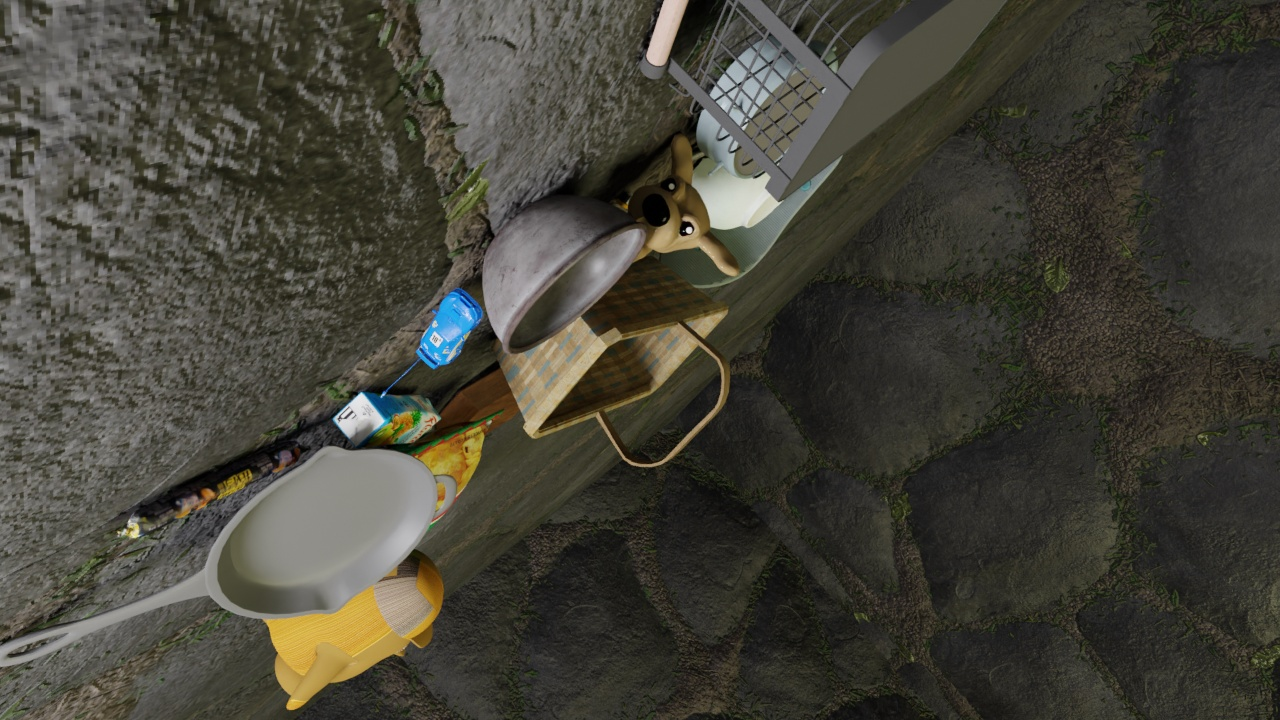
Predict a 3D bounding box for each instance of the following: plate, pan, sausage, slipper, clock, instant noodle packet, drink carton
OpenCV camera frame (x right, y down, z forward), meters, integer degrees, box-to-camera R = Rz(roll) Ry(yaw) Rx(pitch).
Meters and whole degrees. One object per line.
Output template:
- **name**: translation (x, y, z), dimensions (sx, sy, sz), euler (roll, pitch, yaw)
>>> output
- **plate**: translation (-0.168, 0.050, 1.024), dimensions (0.131, 0.025, 0.131), euler (-34, 167, -10)
- **pan**: translation (-0.313, 0.157, 0.734), dimensions (0.353, 0.024, 0.217), euler (-18, 139, -33)
- **sausage**: translation (-0.302, 0.089, 0.661), dimensions (0.020, 0.020, 0.154), euler (-47, 171, 34)
- **slipper**: translation (0.136, -0.176, 1.073), dimensions (0.268, 0.098, 0.055), euler (-42, 171, -4)
- **clock**: translation (0.117, -0.225, 0.809), dimensions (0.159, 0.045, 0.123), euler (-31, 156, -30)
- **instant noodle packet**: translation (-0.262, 0.149, 0.921), dimensions (0.253, 0.090, 0.195), euler (-45, 169, 33)
- **drink carton**: translation (-0.216, 0.050, 0.798), dimensions (0.044, 0.038, 0.129), euler (-42, 172, 4)

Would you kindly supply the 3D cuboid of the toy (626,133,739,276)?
- **toy**: translation (0.010, -0.116, 0.796), dimensions (0.108, 0.134, 0.105), euler (-23, 175, 18)

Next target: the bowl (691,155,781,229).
- **bowl**: translation (0.118, -0.195, 0.972), dimensions (0.153, 0.073, 0.153), euler (-41, 171, -8)

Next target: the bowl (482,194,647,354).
- **bowl**: translation (-0.070, -0.077, 0.711), dimensions (0.145, 0.067, 0.145), euler (-41, 172, -7)

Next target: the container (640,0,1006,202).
- **container**: translation (0.138, -0.239, 0.606), dimensions (0.240, 0.130, 0.163), euler (-39, 172, -22)

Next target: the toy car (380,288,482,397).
- **toy car**: translation (-0.166, -0.010, 0.717), dimensions (0.092, 0.033, 0.061), euler (-49, 176, 42)

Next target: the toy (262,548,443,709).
- **toy**: translation (-0.314, 0.286, 1.046), dimensions (0.204, 0.162, 0.198), euler (-24, -143, 14)

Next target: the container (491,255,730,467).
- **container**: translation (-0.006, 0.005, 0.928), dimensions (0.158, 0.186, 0.249), euler (-48, 164, 29)

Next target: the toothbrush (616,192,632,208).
- **toothbrush**: translation (0.015, -0.145, 0.913), dimensions (0.031, 0.031, 0.196), euler (-53, 165, 14)

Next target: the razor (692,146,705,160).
- **razor**: translation (0.087, -0.214, 0.877), dimensions (0.105, 0.042, 0.026), euler (-29, 172, -18)
